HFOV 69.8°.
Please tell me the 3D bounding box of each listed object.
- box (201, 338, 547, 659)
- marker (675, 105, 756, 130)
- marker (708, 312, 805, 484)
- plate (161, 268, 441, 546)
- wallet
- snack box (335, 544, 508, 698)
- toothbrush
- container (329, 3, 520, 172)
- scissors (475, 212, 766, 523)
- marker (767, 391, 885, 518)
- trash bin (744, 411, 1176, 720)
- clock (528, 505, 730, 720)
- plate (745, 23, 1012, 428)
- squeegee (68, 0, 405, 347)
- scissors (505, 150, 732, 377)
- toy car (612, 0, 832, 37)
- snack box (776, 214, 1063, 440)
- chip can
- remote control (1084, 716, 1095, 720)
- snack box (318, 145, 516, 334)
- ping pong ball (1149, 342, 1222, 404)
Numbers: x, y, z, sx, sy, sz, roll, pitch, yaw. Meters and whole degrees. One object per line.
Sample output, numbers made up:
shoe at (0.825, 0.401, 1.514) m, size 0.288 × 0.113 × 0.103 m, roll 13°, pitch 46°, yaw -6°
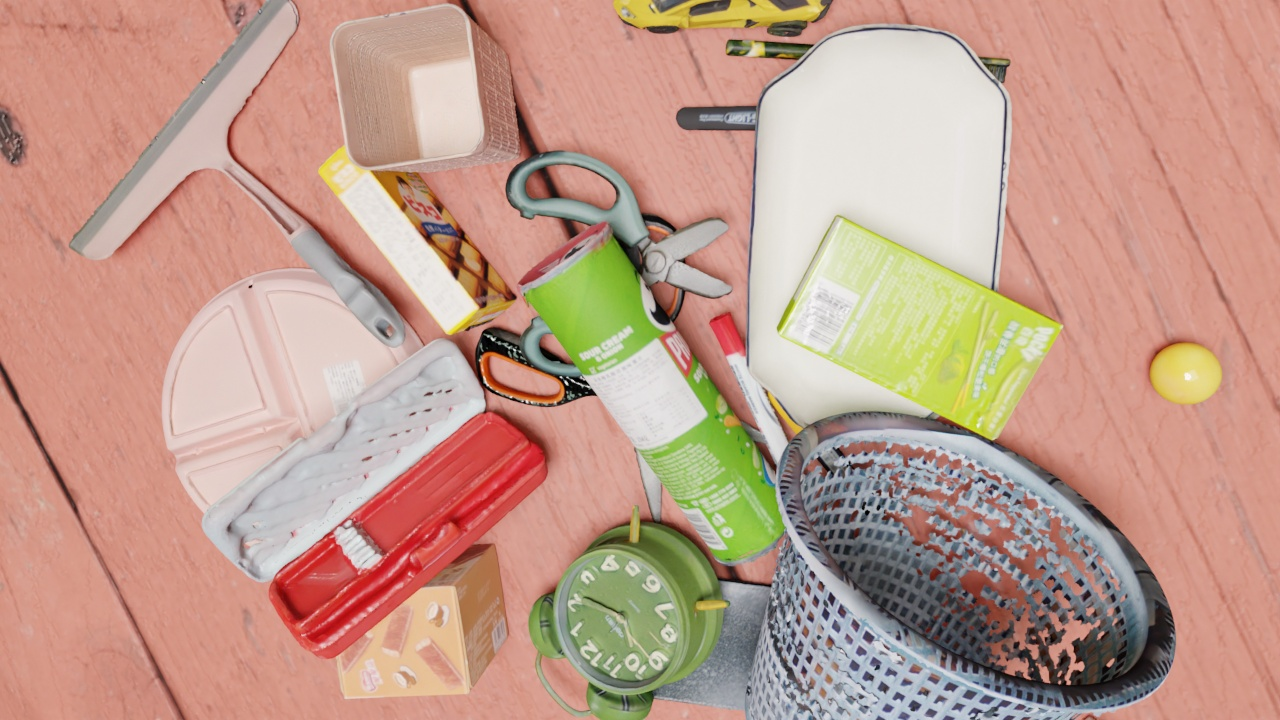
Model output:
box at (-0.170, 0.087, 0.611) m, size 0.201 × 0.100 × 0.102 m, roll -40°, pitch 51°, yaw -20°
marker at (0.086, -0.165, 0.624) m, size 0.124 × 0.015 × 0.018 m, roll 2°, pitch 99°, yaw 8°
marker at (0.085, 0.034, 0.637) m, size 0.017 × 0.017 × 0.145 m, roll -24°, pitch 99°, yaw 11°
plate at (-0.262, 0.045, 0.698) m, size 0.229 × 0.028 × 0.229 m, roll 1°, pitch 97°, yaw 8°
wallet at (0.058, 0.207, 0.676) m, size 0.121 × 0.019 × 0.097 m, roll 6°, pitch 97°, yaw 6°
snack box at (-0.158, 0.187, 0.667) m, size 0.094 × 0.092 × 0.077 m, roll -6°, pitch 96°, yaw 9°
toothbrush at (0.149, -0.200, 0.612) m, size 0.186 × 0.012 × 0.017 m, roll 7°, pitch 109°, yaw 8°
container at (-0.134, -0.171, 0.608) m, size 0.090 × 0.110 × 0.090 m, roll -6°, pitch 96°, yaw 9°
scissors at (-0.008, 0.005, 0.660) m, size 0.234 × 0.021 × 0.221 m, roll 13°, pitch 104°, yaw 6°
marker at (0.131, 0.064, 0.648) m, size 0.018 × 0.015 × 0.124 m, roll -38°, pitch 93°, yaw 10°
trash bin at (0.161, 0.174, 0.561) m, size 0.226 × 0.226 × 0.195 m, roll 21°, pitch 121°, yaw 5°
clock at (-0.015, 0.189, 0.651) m, size 0.116 × 0.056 × 0.161 m, roll 44°, pitch 110°, yaw 18°
plate at (0.152, -0.080, 0.606) m, size 0.162 × 0.034 × 0.266 m, roll 1°, pitch 102°, yaw 4°
squeegee at (-0.252, -0.093, 0.666) m, size 0.249 × 0.040 × 0.248 m, roll 43°, pitch 94°, yaw 11°
scissors at (-0.031, -0.077, 0.625) m, size 0.170 × 0.019 × 0.181 m, roll -30°, pitch 95°, yaw 15°
toy car at (0.053, -0.253, 0.605) m, size 0.156 × 0.041 × 0.071 m, roll 2°, pitch 97°, yaw 10°
snack box at (0.175, -0.021, 0.585) m, size 0.156 × 0.026 × 0.086 m, roll 25°, pitch 103°, yaw -1°
chip can at (0.014, 0.026, 0.602) m, size 0.072 × 0.072 × 0.236 m, roll -32°, pitch 106°, yaw 11°
remote control at (0.367, 0.302, 0.621) m, size 0.150 × 0.058 × 0.021 m, roll 37°, pitch 100°, yaw 2°
snack box at (-0.150, -0.084, 0.634) m, size 0.034 × 0.086 × 0.140 m, roll -40°, pitch 90°, yaw 12°
ping pong ball at (0.352, 0.008, 0.593) m, size 0.040 × 0.040 × 0.040 m, roll 1°, pitch 97°, yaw 8°
